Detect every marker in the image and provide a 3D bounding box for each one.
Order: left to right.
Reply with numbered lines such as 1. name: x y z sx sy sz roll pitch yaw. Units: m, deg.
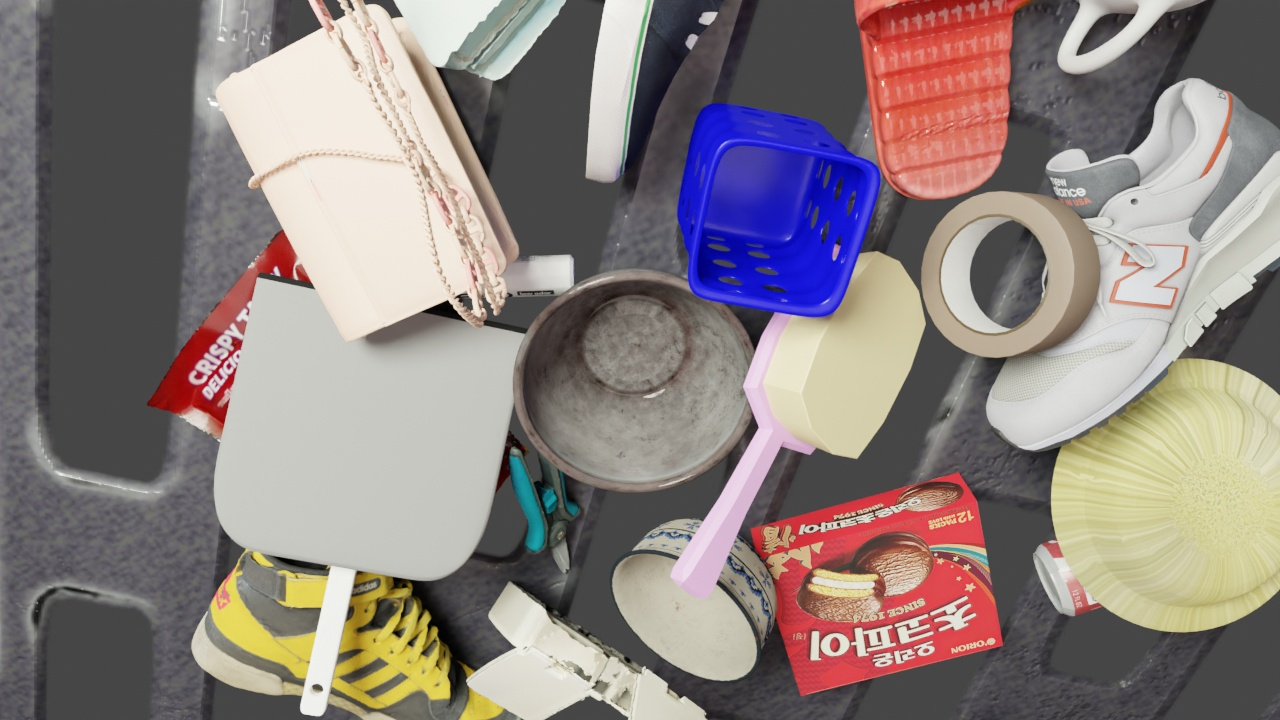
1. marker: -0.104 -0.051 0.565 0.126 0.025 0.025 -2 115 -1

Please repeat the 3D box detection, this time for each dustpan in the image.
1. dustpan: -0.175 0.091 0.560 0.163 0.033 0.257 12 86 -7

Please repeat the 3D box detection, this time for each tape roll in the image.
1. tape roll: 0.210 -0.049 0.527 0.030 0.094 0.094 -5 121 -38

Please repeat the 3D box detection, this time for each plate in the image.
1. plate: 0.368 0.092 0.600 0.184 0.036 0.184 0 92 -3

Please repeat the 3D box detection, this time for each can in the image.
1. can: 0.337 0.142 0.652 0.097 0.054 0.054 -21 114 8

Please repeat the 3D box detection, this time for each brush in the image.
1. brush: 0.092 0.036 0.530 0.089 0.043 0.228 44 69 -36

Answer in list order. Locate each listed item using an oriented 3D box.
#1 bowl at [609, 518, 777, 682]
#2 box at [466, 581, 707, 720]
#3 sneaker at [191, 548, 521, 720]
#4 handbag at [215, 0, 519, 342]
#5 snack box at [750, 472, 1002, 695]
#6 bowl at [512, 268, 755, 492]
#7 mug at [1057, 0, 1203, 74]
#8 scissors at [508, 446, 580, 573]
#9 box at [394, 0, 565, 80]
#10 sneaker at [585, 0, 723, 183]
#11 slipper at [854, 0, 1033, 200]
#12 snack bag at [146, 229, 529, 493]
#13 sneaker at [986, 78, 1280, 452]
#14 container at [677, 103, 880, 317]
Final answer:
1. bowl: 0.043 0.157 0.632 0.116 0.059 0.116 21 132 25
2. box: -0.035 0.225 0.606 0.143 0.182 0.080 37 76 -13
3. sneaker: -0.177 0.189 0.641 0.238 0.086 0.122 23 111 -13
4. handbag: -0.157 -0.096 0.449 0.117 0.187 0.199 -23 102 7
5. snack box: 0.172 0.165 0.667 0.152 0.035 0.133 -16 115 6
6. bowl: -0.004 0.003 0.569 0.145 0.067 0.145 -1 115 -1
7. mug: 0.257 -0.197 0.470 0.071 0.089 0.107 21 113 -11
8. scissors: -0.068 0.102 0.618 0.019 0.135 0.130 28 100 32
9. box: -0.042 -0.218 0.423 0.072 0.085 0.199 20 137 -40
10. sneaker: 0.027 -0.200 0.468 0.079 0.084 0.236 14 110 -8
11. slipper: 0.163 -0.199 0.484 0.103 0.059 0.249 -7 116 1
12. snack bag: -0.187 0.037 0.584 0.208 0.066 0.139 39 101 -16
13. sneaker: 0.277 -0.065 0.543 0.240 0.088 0.124 -43 105 8
14. container: 0.067 -0.087 0.503 0.084 0.113 0.085 10 114 -6
